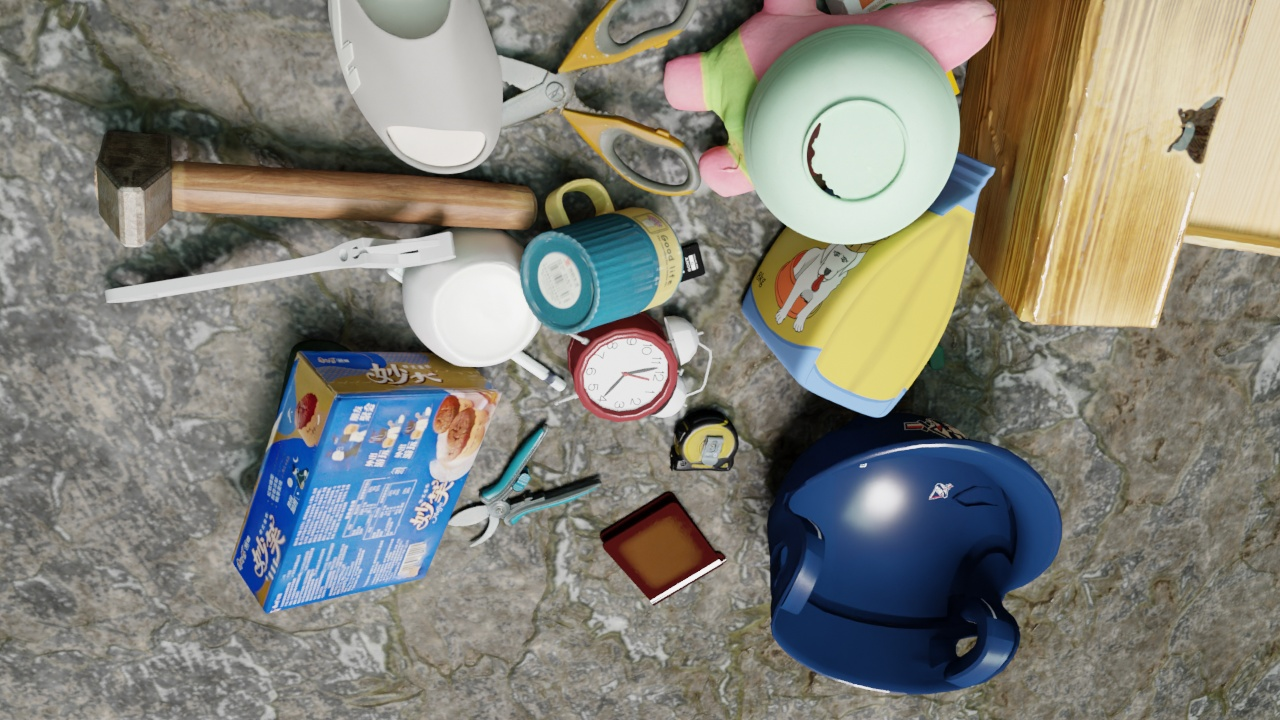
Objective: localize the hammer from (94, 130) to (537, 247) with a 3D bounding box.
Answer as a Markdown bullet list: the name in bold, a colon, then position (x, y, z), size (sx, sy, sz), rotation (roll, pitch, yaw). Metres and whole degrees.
- **hammer**: position (-0.216, -0.117, 0.657), size (0.300, 0.158, 0.037), rotation (-1, 115, -27)

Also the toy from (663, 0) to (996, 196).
- **toy**: position (0.141, -0.210, 0.679), size (0.237, 0.096, 0.192), rotation (-16, 114, 27)

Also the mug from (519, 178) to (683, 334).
- **mug**: position (-0.036, -0.084, 0.710), size (0.083, 0.107, 0.113), rotation (-22, 91, 42)

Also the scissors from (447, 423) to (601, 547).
- **scissors**: position (-0.104, 0.124, 0.862), size (0.124, 0.019, 0.154), rotation (17, 114, -19)

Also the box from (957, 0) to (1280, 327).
- **box**: position (0.423, -0.205, 0.689), size (0.323, 0.283, 0.280), rotation (-1, 118, 1)

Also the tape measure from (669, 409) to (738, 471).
- **tape measure**: position (0.062, 0.078, 0.868), size (0.061, 0.034, 0.061), rotation (0, 115, -14)

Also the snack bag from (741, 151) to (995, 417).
- **snack bag**: position (0.186, -0.082, 0.742), size (0.102, 0.159, 0.205), rotation (22, 109, -21)

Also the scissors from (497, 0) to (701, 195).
- **scissors**: position (-0.040, -0.192, 0.687), size (0.226, 0.016, 0.216), rotation (-24, 115, 16)

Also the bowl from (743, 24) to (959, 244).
- **bowl**: position (0.142, -0.145, 0.616), size (0.151, 0.076, 0.151), rotation (3, 112, 9)

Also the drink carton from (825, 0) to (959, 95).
- **drink carton**: position (0.197, -0.252, 0.722), size (0.058, 0.040, 0.122), rotation (-32, 120, 4)

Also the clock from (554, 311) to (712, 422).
- **clock**: position (-0.005, 0.005, 0.805), size (0.137, 0.048, 0.096), rotation (4, 116, -14)

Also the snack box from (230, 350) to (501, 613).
- **snack box**: position (-0.223, 0.095, 0.752), size (0.154, 0.069, 0.203), rotation (0, 123, -49)

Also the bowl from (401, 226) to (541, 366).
- **bowl**: position (-0.129, -0.046, 0.730), size (0.116, 0.065, 0.116), rotation (-7, 111, -18)

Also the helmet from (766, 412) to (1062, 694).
- **helmet**: position (0.240, 0.147, 0.832), size (0.232, 0.222, 0.273), rotation (25, 139, -9)

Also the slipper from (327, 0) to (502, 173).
- **slipper**: position (-0.160, -0.247, 0.611), size (0.113, 0.080, 0.266), rotation (-4, 119, 0)

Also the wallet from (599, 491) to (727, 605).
- **wallet**: position (0.024, 0.193, 0.932), size (0.091, 0.018, 0.115), rotation (-32, 123, 4)

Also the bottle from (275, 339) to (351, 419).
- **bottle**: position (-0.282, 0.069, 0.772), size (0.055, 0.055, 0.174), rotation (14, 115, -19)

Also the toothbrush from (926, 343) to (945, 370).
- **toothbrush**: position (0.262, -0.074, 0.847), size (0.016, 0.017, 0.190), rotation (-19, 118, -3)

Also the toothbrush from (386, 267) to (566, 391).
- **toothbrush**: position (-0.134, -0.028, 0.779), size (0.186, 0.012, 0.017), rotation (37, 102, -27)

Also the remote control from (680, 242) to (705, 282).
- **remote control**: position (-0.013, -0.066, 0.788), size (0.140, 0.009, 0.030), rotation (-19, 120, -3)

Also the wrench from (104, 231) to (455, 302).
- **wrench**: position (-0.267, -0.066, 0.679), size (0.274, 0.086, 0.018), rotation (-7, 94, 14)
